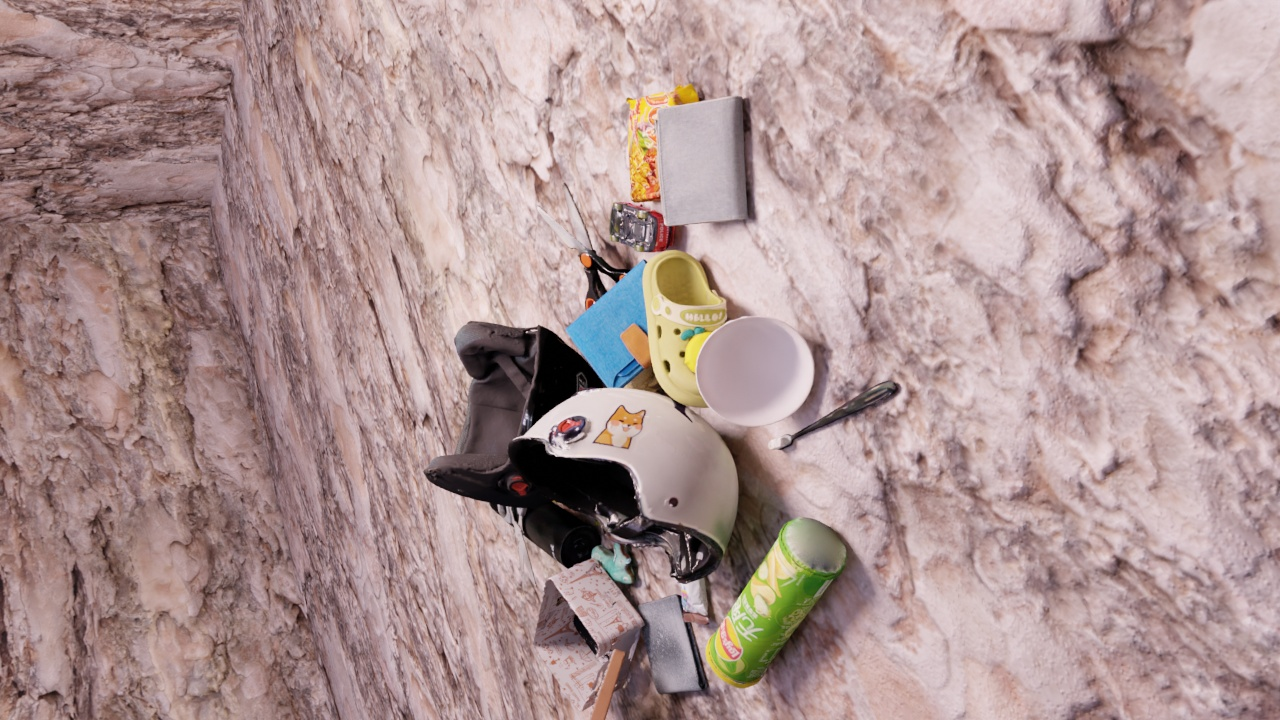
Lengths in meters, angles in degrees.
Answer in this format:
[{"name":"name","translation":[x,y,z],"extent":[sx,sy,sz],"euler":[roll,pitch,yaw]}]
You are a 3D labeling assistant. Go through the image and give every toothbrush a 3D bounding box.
[{"name":"toothbrush","translation":[0.187,0.057,0.912],"extent":[0.182,0.018,0.015],"euler":[-37,63,50]}]

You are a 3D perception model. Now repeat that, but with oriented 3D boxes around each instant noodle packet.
[{"name":"instant noodle packet","translation":[0.024,-0.250,1.067],"extent":[0.111,0.044,0.128],"euler":[9,103,50]}]

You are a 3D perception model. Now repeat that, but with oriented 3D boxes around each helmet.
[{"name":"helmet","translation":[-0.152,0.077,1.222],"extent":[0.276,0.230,0.233],"euler":[-32,44,49]},{"name":"helmet","translation":[-0.001,0.117,1.042],"extent":[0.274,0.156,0.230],"euler":[23,155,32]}]

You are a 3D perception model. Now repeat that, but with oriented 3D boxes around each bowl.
[{"name":"bowl","translation":[0.116,0.003,0.948],"extent":[0.064,0.118,0.118],"euler":[-78,-6,-72]}]

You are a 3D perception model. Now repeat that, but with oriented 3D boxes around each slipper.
[{"name":"slipper","translation":[0.054,-0.043,1.011],"extent":[0.082,0.091,0.190],"euler":[116,142,-68]}]

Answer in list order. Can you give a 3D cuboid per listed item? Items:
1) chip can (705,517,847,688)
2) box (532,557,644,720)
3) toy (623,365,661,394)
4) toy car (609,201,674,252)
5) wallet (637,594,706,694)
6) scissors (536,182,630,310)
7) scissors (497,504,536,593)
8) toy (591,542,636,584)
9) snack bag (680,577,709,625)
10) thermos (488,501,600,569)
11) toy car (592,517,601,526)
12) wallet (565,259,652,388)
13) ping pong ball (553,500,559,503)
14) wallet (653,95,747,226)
[{"name":"chip can","translation":[0.140,0.256,0.966],"extent":[0.072,0.072,0.222],"euler":[55,136,34]},{"name":"box","translation":[-0.066,0.419,1.222],"extent":[0.272,0.130,0.180],"euler":[-104,22,-46]},{"name":"toy","translation":[-0.007,0.007,1.136],"extent":[0.105,0.066,0.157],"euler":[-15,91,43]},{"name":"toy car","translation":[0.000,-0.161,1.115],"extent":[0.120,0.045,0.053],"euler":[32,120,55]},{"name":"wallet","translation":[0.039,0.366,1.181],"extent":[0.097,0.019,0.120],"euler":[-33,68,51]},{"name":"scissors","translation":[-0.047,-0.113,1.160],"extent":[0.225,0.021,0.221],"euler":[23,132,35]},{"name":"scissors","translation":[-0.180,0.252,1.360],"extent":[0.166,0.014,0.163],"euler":[22,103,52]},{"name":"toy","translation":[-0.037,0.277,1.263],"extent":[0.092,0.030,0.096],"euler":[0,97,51]},{"name":"snack bag","translation":[0.063,0.270,1.119],"extent":[0.045,0.026,0.105],"euler":[-5,94,45]},{"name":"thermos","translation":[-0.146,0.250,1.396],"extent":[0.243,0.068,0.090],"euler":[19,143,55]},{"name":"toy car","translation":[-0.033,0.206,1.239],"extent":[0.090,0.035,0.042],"euler":[11,106,54]},{"name":"wallet","translation":[-0.013,-0.039,1.091],"extent":[0.133,0.040,0.106],"euler":[-41,76,14]},{"name":"ping pong ball","translation":[-0.120,0.190,1.356],"extent":[0.040,0.040,0.040],"euler":[14,108,54]},{"name":"wallet","translation":[0.065,-0.215,1.001],"extent":[0.107,0.036,0.130],"euler":[0,97,28]}]
